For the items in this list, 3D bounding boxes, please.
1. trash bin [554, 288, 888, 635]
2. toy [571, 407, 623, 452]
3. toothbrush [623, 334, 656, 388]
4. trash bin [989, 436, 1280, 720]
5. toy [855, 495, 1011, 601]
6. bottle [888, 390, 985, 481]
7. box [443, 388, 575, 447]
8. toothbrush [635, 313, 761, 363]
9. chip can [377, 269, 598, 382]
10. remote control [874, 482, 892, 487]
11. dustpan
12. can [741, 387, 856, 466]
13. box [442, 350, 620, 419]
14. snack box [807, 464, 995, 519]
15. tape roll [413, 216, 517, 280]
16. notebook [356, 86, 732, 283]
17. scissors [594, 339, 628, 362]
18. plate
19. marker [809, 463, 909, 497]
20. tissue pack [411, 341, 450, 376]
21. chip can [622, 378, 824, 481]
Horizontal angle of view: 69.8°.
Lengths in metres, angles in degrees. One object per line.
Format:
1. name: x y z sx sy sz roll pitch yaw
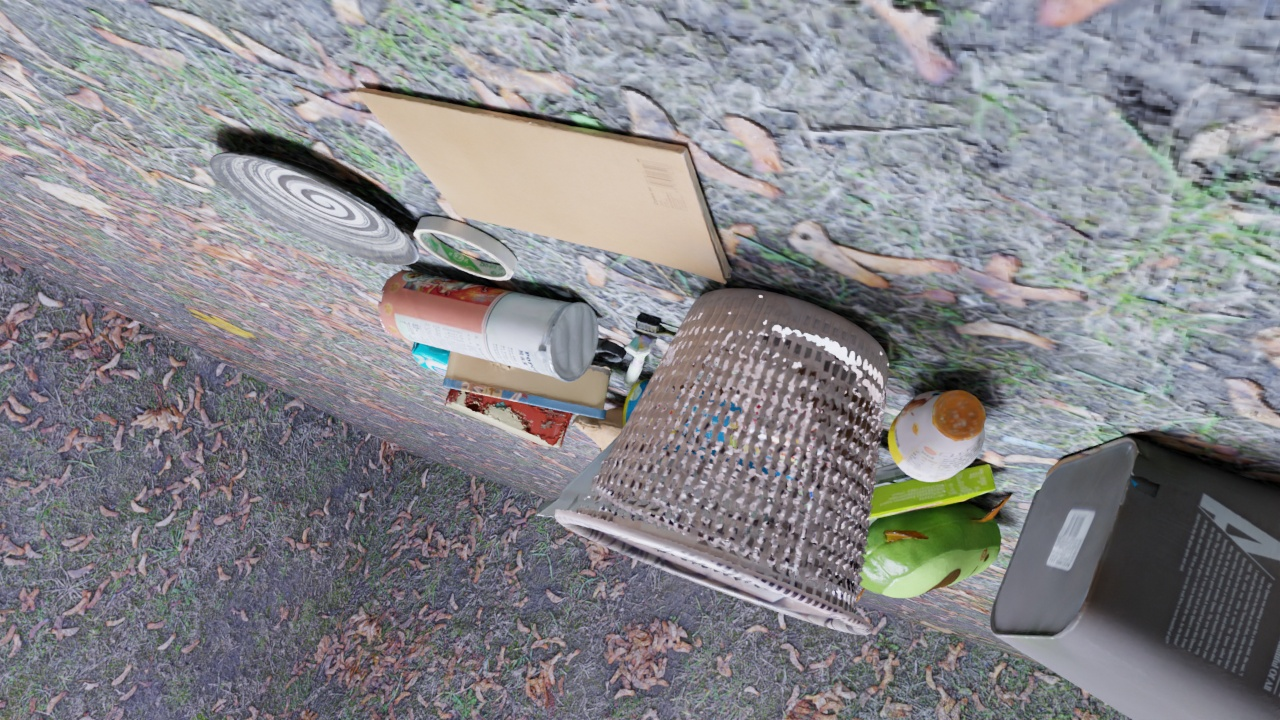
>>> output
1. trash bin: 0.078 0.064 0.650 0.227 0.192 0.228 20 166 5
2. toy: -0.007 0.102 1.149 0.143 0.082 0.226 2 158 16
3. toothbrush: -0.005 0.005 0.913 0.029 0.020 0.190 -11 169 -6
4. trash bin: 0.398 0.175 0.650 0.220 0.198 0.199 26 165 5
5. toy: 0.293 0.196 0.956 0.246 0.090 0.228 2 147 -39
6. bottle: 0.220 0.052 0.670 0.063 0.063 0.108 18 166 10
7. box: -0.185 0.072 1.290 0.168 0.080 0.091 25 166 -20
8. toothbrush: 0.082 -0.007 0.756 0.186 0.012 0.017 18 155 13
9. chip can: -0.146 -0.035 0.850 0.215 0.071 0.071 12 164 31
10. remote control: 0.309 0.170 1.078 0.056 0.019 0.135 10 163 36
11. dustpan: 0.053 0.156 0.992 0.223 0.256 0.143 3 120 24
12. can: 0.137 0.051 0.780 0.094 0.066 0.066 18 166 12
13. box: -0.109 0.018 0.951 0.184 0.061 0.090 13 178 -2
14. snack box: 0.240 0.129 0.856 0.156 0.026 0.086 -11 166 -2
15. tape roll: -0.144 -0.091 0.755 0.086 0.014 0.086 19 166 5
16. notebook: -0.054 -0.108 0.572 0.212 0.012 0.149 16 164 20
17. scissors: -0.081 -0.021 0.944 0.172 0.014 0.146 16 167 29
18. plate: -0.267 -0.131 0.766 0.179 0.024 0.179 18 165 5
19. marker: 0.222 0.106 0.845 0.146 0.016 0.017 -20 144 31
20. tissue pack: -0.208 0.000 1.113 0.133 0.050 0.093 20 165 3
21. chip can: 0.085 0.069 0.913 0.211 0.071 0.071 10 162 36
